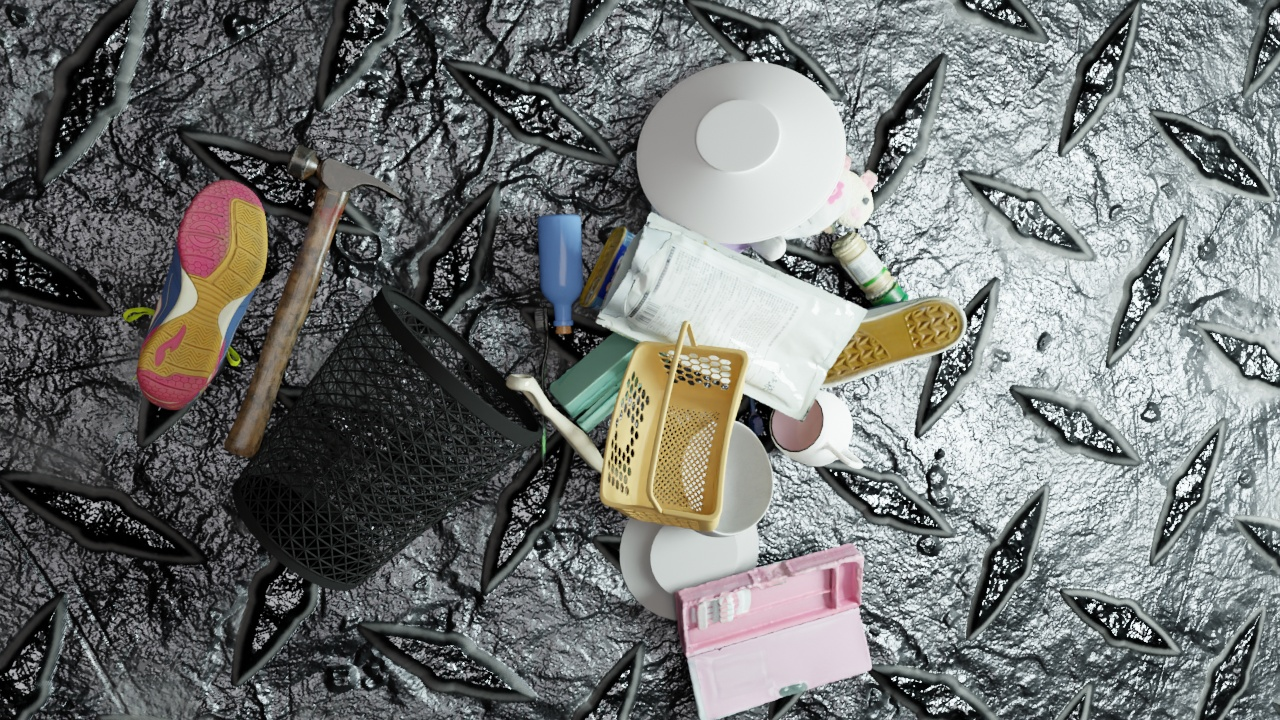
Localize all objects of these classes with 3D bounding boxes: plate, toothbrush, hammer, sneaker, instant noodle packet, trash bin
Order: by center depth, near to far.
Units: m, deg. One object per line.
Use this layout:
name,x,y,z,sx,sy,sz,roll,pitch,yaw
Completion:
trash bin,-0.261,0.087,0.928,0.217,0.217,0.243,44,92,-12
sneaker,-0.454,-0.068,0.938,0.116,0.091,0.241,18,72,-18
hammer,-0.362,-0.052,0.976,0.120,0.033,0.330,20,91,-14
instant noodle packet,0.099,-0.046,0.994,0.269,0.057,0.147,24,108,-16
plate,0.107,-0.237,0.998,0.229,0.030,0.229,-3,71,9
toothbrush,-0.113,0.032,1.045,0.017,0.014,0.188,1,95,1
sneaker,0.257,-0.023,1.073,0.236,0.079,0.087,-12,94,17
toothbrush,0.127,-0.003,1.090,0.016,0.017,0.190,-10,97,-13
plate,0.062,0.230,1.096,0.172,0.019,0.173,-1,95,-12

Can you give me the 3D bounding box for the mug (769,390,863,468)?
mug,0.212,0.088,1.067,0.076,0.124,0.090,19,109,-47

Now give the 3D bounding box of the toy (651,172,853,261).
toy,0.128,-0.169,1.036,0.209,0.085,0.137,-29,73,-1

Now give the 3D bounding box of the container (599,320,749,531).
container,0.034,0.070,0.930,0.129,0.167,0.183,7,67,14

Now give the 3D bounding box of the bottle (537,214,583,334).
bottle,-0.088,-0.095,1.021,0.048,0.048,0.131,-3,96,-12

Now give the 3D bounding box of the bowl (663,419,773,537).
bowl,0.083,0.137,1.060,0.131,0.065,0.131,8,75,-31

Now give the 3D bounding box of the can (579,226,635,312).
can,-0.020,-0.093,1.031,0.059,0.054,0.100,27,88,-19

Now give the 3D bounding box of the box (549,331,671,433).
box,-0.003,0.010,1.041,0.188,0.077,0.079,-41,118,-6

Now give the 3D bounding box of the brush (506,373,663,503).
brush,-0.058,0.089,0.983,0.272,0.062,0.077,45,57,-44

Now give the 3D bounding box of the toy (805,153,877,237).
toy,0.234,-0.193,1.083,0.087,0.050,0.112,42,80,-12

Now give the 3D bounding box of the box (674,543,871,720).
box,0.162,0.324,1.113,0.232,0.055,0.180,-11,107,-11

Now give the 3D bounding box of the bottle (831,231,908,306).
bottle,0.274,-0.103,1.101,0.042,0.043,0.110,-42,100,-6
